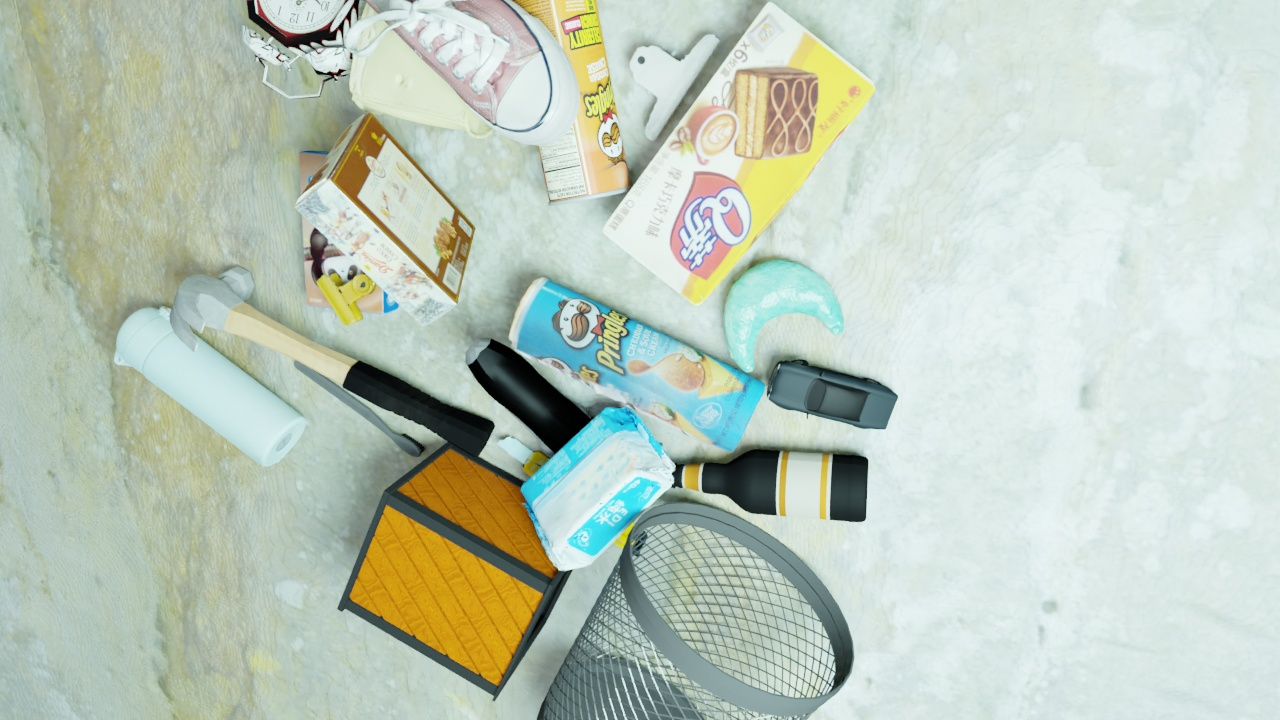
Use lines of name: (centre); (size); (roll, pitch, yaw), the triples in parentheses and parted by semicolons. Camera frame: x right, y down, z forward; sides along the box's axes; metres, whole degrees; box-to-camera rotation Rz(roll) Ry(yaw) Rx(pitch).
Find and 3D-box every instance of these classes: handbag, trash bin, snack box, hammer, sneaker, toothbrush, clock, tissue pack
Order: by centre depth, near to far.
sneaker: (-0.150, -0.260, 0.710); (0.241, 0.087, 0.118); (41, 106, 8)
snack box: (0.081, -0.167, 0.769); (0.110, 0.061, 0.231); (39, 110, 2)
snack box: (-0.211, -0.123, 0.790); (0.041, 0.143, 0.147); (-31, 121, 19)
handbag: (-0.185, -0.262, 0.803); (0.119, 0.081, 0.111); (15, 103, 12)
clock: (-0.293, -0.308, 0.825); (0.115, 0.065, 0.154); (16, 93, 10)
trash bin: (0.037, 0.287, 0.830); (0.218, 0.217, 0.228); (32, 114, 5)
tissue pack: (-0.038, 0.115, 0.839); (0.144, 0.093, 0.061); (-44, 135, 7)
snack box: (-0.282, -0.124, 0.891); (0.087, 0.034, 0.151); (7, 106, 13)
trash bin: (-0.163, 0.196, 0.892); (0.172, 0.139, 0.140); (28, 110, 6)
hammer: (-0.299, 0.006, 0.901); (0.328, 0.131, 0.039); (27, 110, -3)
toothbrush: (-0.294, 0.049, 0.954); (0.167, 0.013, 0.013); (35, 111, 5)

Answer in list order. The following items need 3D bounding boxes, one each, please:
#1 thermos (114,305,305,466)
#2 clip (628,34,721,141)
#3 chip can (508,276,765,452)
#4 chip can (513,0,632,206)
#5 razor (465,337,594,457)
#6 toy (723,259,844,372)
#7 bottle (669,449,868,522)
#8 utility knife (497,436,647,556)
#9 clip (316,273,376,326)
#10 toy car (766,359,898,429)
thermos: (-0.452, 0.025, 0.961); (0.207, 0.065, 0.078); (37, 88, 3)
clip: (0.020, -0.247, 0.792); (0.058, 0.050, 0.102); (39, 110, 9)
chip can: (-0.005, 0.005, 0.833); (0.229, 0.079, 0.080); (26, 110, 6)
chip can: (-0.063, -0.245, 0.778); (0.075, 0.075, 0.215); (-7, 103, 16)
razor: (-0.102, 0.035, 0.849); (0.057, 0.060, 0.156); (-50, 131, -10)
toy: (0.118, -0.045, 0.805); (0.105, 0.033, 0.085); (-24, 93, 11)
bottle: (0.114, 0.111, 0.838); (0.182, 0.059, 0.059); (2, 105, 14)
utility knife: (-0.068, 0.132, 0.910); (0.179, 0.030, 0.017); (35, 146, 5)
clip: (-0.277, -0.064, 0.872); (0.049, 0.044, 0.054); (-25, 98, 45)
toy car: (0.168, 0.031, 0.806); (0.112, 0.034, 0.046); (14, 109, -4)
